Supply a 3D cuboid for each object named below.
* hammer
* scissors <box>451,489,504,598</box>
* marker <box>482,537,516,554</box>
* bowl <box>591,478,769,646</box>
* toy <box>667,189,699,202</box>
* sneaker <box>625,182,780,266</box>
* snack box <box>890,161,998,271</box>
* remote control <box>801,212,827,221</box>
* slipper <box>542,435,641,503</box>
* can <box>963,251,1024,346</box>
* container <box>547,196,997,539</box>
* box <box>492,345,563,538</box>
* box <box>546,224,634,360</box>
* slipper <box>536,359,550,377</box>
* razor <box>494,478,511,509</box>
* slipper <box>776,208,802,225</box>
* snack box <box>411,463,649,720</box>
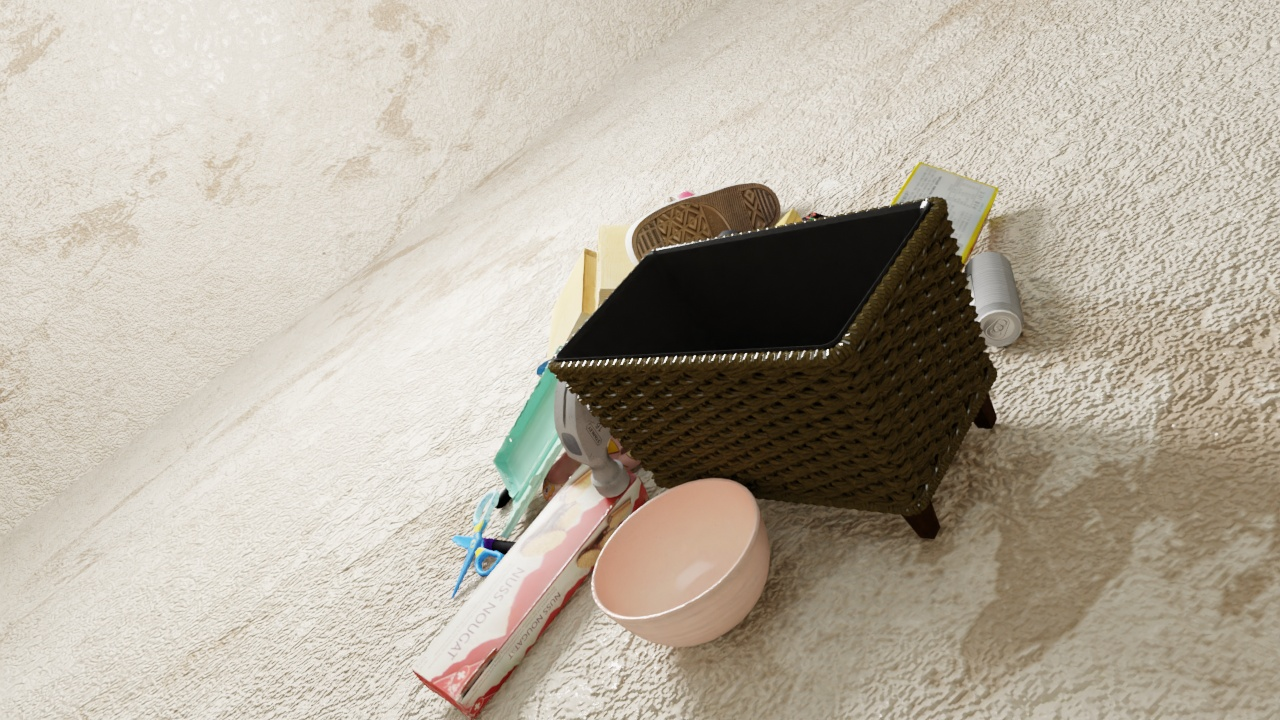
[{"bbox_3d":[0.024,-0.020,0.933,0.035,0.139,0.311,8,48,44],"label":"hammer"},{"bbox_3d":[-0.179,0.201,1.006,0.126,0.013,0.126,-3,57,53],"label":"scissors"},{"bbox_3d":[-0.149,0.205,1.001,0.134,0.015,0.018,-6,50,47],"label":"marker"},{"bbox_3d":[0.043,0.174,0.744,0.153,0.076,0.152,-27,25,14],"label":"bowl"},{"bbox_3d":[0.065,-0.230,1.486,0.065,0.050,0.102,20,59,20],"label":"toy"},{"bbox_3d":[0.075,-0.188,1.289,0.244,0.091,0.097,-26,13,-27],"label":"sneaker"},{"bbox_3d":[0.295,-0.132,0.939,0.092,0.042,0.200,23,45,18],"label":"snack box"},{"bbox_3d":[0.186,-0.155,1.223,0.140,0.021,0.045,-33,25,-7],"label":"remote control"},{"bbox_3d":[-0.038,0.079,1.013,0.197,0.081,0.093,-37,24,1],"label":"slipper"},{"bbox_3d":[0.325,-0.058,0.846,0.044,0.044,0.106,-21,28,27],"label":"can"},{"bbox_3d":[0.118,0.019,0.770,0.322,0.205,0.176,-2,40,49],"label":"container"},{"bbox_3d":[-0.107,0.091,1.012,0.187,0.055,0.138,-58,33,29],"label":"box"},{"bbox_3d":[-0.047,-0.100,1.330,0.253,0.119,0.247,-35,23,15],"label":"box"},{"bbox_3d":[-0.006,0.006,1.084,0.296,0.060,0.118,-9,10,41],"label":"slipper"},{"bbox_3d":[-0.139,0.123,1.121,0.021,0.044,0.143,25,57,14],"label":"razor"},{"bbox_3d":[0.160,-0.098,1.076,0.100,0.078,0.262,-39,10,24],"label":"slipper"},{"bbox_3d":[-0.100,0.208,0.883,0.077,0.044,0.272,16,53,41],"label":"snack box"}]
